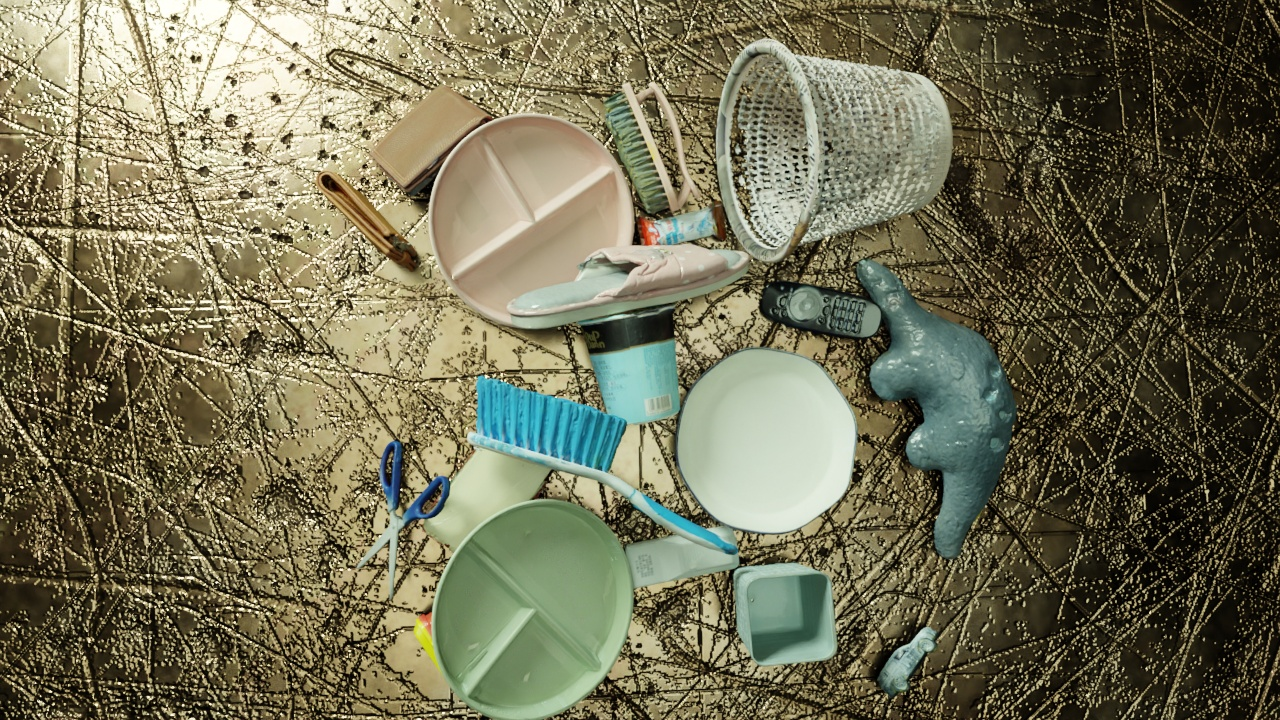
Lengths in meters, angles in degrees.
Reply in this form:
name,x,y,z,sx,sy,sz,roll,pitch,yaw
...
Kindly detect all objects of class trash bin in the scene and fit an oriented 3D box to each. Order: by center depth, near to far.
name,x,y,z,sx,sy,sz,roll,pitch,yaw
trash bin,0.211,-0.227,0.983,0.192,0.228,0.227,-8,87,-18

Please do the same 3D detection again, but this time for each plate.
name,x,y,z,sx,sy,sz,roll,pitch,yaw
plate,-0.110,0.258,0.957,0.229,0.028,0.230,0,91,-33
plate,-0.117,-0.149,0.995,0.229,0.028,0.229,-4,100,-23
plate,0.138,0.090,1.028,0.205,0.045,0.205,0,87,-4

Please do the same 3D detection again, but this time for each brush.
name,x,y,z,sx,sy,sz,roll,pitch,yaw
brush,-0.031,0.110,0.955,0.314,0.060,0.109,17,85,-9
brush,0.014,-0.235,1.026,0.073,0.063,0.145,-23,86,-1

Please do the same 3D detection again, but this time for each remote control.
name,x,y,z,sx,sy,sz,roll,pitch,yaw
remote control,0.047,0.219,1.023,0.125,0.024,0.049,-10,90,-4
remote control,0.205,-0.057,1.045,0.136,0.024,0.053,14,90,13

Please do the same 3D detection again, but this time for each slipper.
name,x,y,z,sx,sy,sz,roll,pitch,yaw
slipper,-0.011,-0.091,0.978,0.274,0.114,0.054,-15,111,-17

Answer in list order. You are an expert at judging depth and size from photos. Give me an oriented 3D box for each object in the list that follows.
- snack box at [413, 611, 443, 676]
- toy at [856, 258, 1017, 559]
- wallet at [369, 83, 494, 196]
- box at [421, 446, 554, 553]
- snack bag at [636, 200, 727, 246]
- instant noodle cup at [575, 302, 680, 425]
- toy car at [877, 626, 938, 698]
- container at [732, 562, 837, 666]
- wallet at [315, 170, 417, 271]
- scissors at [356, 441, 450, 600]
name,x,y,z,sx,sy,sz,roll,pitch,yaw
snack box,-0.187,0.295,0.977,0.080,0.082,0.091,-35,90,-19
toy,0.342,0.040,1.032,0.138,0.091,0.356,-20,87,22
wallet,-0.228,-0.240,0.999,0.124,0.032,0.101,-44,49,-5
box,-0.156,0.132,0.987,0.091,0.077,0.168,36,84,-2
snack bag,0.047,-0.151,1.045,0.104,0.026,0.048,-11,95,-5
instant noodle cup,-0.006,0.006,0.999,0.111,0.111,0.120,-11,96,-5
toy car,0.301,0.337,1.028,0.034,0.043,0.090,36,89,32
container,0.150,0.266,0.984,0.090,0.111,0.090,-4,86,-4
wallet,-0.282,-0.144,0.967,0.031,0.132,0.108,-44,91,-2
scissors,-0.257,0.163,0.975,0.176,0.012,0.162,-38,57,29
